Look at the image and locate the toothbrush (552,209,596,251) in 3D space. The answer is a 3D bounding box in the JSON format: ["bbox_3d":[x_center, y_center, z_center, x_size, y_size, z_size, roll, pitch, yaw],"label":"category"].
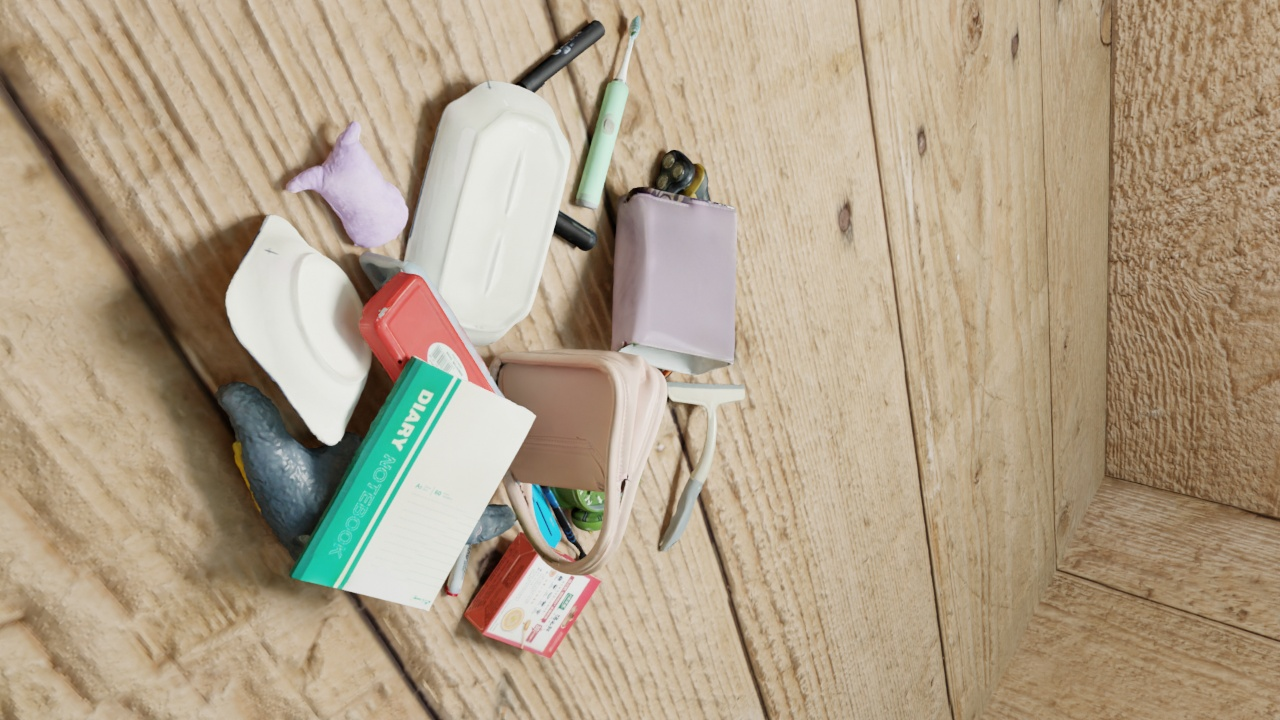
[{"bbox_3d":[-0.121,-0.168,0.965,0.212,0.026,0.027,28,45,-48],"label":"toothbrush"}]

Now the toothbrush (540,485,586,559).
[{"bbox_3d":[-0.089,0.203,1.100,0.190,0.014,0.016,71,28,-43],"label":"toothbrush"}]

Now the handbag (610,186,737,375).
[{"bbox_3d":[0.035,-0.091,1.078,0.144,0.099,0.196,12,72,-34],"label":"handbag"}]

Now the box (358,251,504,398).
[{"bbox_3d":[-0.202,0.001,0.850,0.112,0.100,0.201,-61,140,-35],"label":"box"}]

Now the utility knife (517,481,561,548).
[{"bbox_3d":[-0.133,0.139,1.046,0.034,0.018,0.209,-42,128,-34],"label":"utility knife"}]

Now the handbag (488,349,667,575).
[{"bbox_3d":[-0.072,0.105,0.950,0.093,0.194,0.234,5,86,-50],"label":"handbag"}]

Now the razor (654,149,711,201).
[{"bbox_3d":[0.068,-0.192,1.166,0.067,0.062,0.167,-34,138,-1],"label":"razor"}]

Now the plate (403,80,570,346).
[{"bbox_3d":[-0.143,-0.138,0.911,0.161,0.034,0.266,9,101,-45],"label":"plate"}]

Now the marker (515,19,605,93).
[{"bbox_3d":[-0.083,-0.319,0.969,0.131,0.020,0.022,-49,150,-28],"label":"marker"}]

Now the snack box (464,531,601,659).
[{"bbox_3d":[-0.122,0.273,1.061,0.113,0.044,0.127,-56,137,-7],"label":"snack box"}]

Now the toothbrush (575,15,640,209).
[{"bbox_3d":[-0.033,-0.279,1.034,0.026,0.027,0.224,16,88,-13],"label":"toothbrush"}]

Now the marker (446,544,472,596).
[{"bbox_3d":[-0.186,0.184,0.996,0.017,0.017,0.145,15,89,-50],"label":"marker"}]

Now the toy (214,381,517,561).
[{"bbox_3d":[-0.250,0.135,0.842,0.356,0.091,0.138,34,84,-47],"label":"toy"}]

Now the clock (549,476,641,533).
[{"bbox_3d":[-0.055,0.138,1.106,0.115,0.056,0.161,-47,133,-29],"label":"clock"}]

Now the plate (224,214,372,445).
[{"bbox_3d":[-0.264,-0.031,0.754,0.164,0.034,0.164,-93,163,-51],"label":"plate"}]

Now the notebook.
[{"bbox_3d":[-0.194,0.114,0.810,0.150,0.012,0.209,31,86,-46],"label":"notebook"}]

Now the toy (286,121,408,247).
[{"bbox_3d":[-0.249,-0.143,0.810,0.083,0.039,0.108,-45,138,-13],"label":"toy"}]

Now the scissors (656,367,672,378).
[{"bbox_3d":[0.000,0.010,1.118,0.230,0.022,0.221,-15,98,-61],"label":"scissors"}]

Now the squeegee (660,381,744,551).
[{"bbox_3d":[0.074,0.153,1.261,0.246,0.039,0.246,5,102,-61],"label":"squeegee"}]
